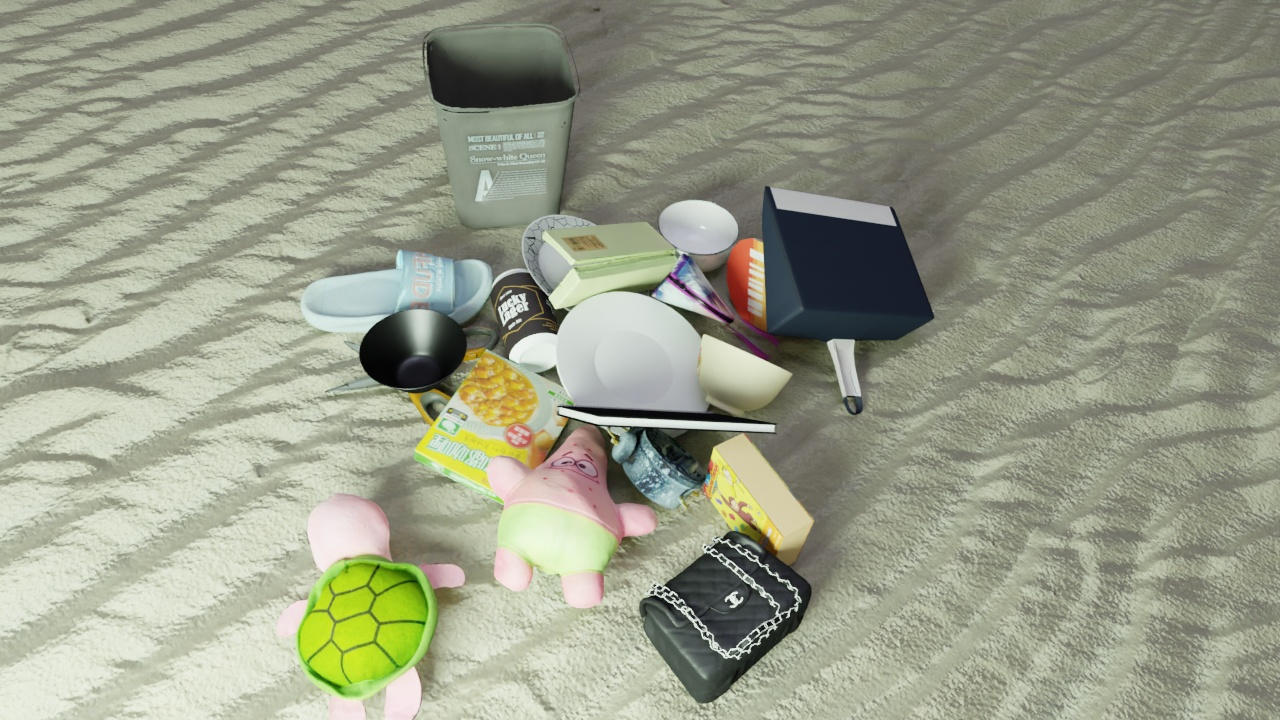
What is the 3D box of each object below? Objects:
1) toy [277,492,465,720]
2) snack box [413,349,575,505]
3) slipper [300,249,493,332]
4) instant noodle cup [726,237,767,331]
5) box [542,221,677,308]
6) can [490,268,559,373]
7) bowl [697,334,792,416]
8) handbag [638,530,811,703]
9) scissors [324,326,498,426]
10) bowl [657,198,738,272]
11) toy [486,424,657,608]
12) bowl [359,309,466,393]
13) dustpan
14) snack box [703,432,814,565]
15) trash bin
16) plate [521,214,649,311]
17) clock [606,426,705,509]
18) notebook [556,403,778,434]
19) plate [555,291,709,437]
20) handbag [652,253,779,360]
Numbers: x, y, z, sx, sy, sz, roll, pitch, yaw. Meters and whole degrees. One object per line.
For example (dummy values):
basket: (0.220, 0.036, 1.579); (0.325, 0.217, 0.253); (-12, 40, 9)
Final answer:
toy: (-0.269, 0.241, 0.897); (0.190, 0.088, 0.237); (-15, 58, -2)
snack box: (-0.163, 0.077, 1.070); (0.132, 0.027, 0.167); (27, 52, 3)
slipper: (-0.311, -0.091, 1.177); (0.245, 0.074, 0.104); (-7, 52, -10)
instant noodle cup: (0.201, -0.113, 1.226); (0.120, 0.124, 0.123); (-18, 54, -29)
box: (-0.041, -0.118, 1.188); (0.187, 0.083, 0.091); (-12, 44, -43)
can: (-0.144, -0.050, 1.161); (0.071, 0.072, 0.128); (-12, 52, -15)
bowl: (0.116, 0.026, 1.116); (0.118, 0.118, 0.074); (25, 92, 14)
handbag: (0.082, 0.239, 0.916); (0.153, 0.115, 0.125); (-34, 59, -25)
scissors: (-0.266, 0.025, 1.122); (0.225, 0.016, 0.225); (-18, 54, -20)
bowl: (0.077, -0.166, 1.286); (0.113, 0.063, 0.113); (3, 50, -4)
toy: (-0.075, 0.151, 0.990); (0.192, 0.097, 0.236); (18, 40, -3)
bowl: (-0.267, 0.001, 1.095); (0.124, 0.053, 0.123); (2, 50, -2)
dustpan: (0.257, -0.071, 1.166); (0.235, 0.080, 0.272); (1, 65, -34)
snack box: (0.126, 0.158, 1.004); (0.040, 0.088, 0.125); (-23, 56, -23)
trash bin: (-0.193, -0.320, 1.284); (0.197, 0.221, 0.197); (-6, 51, -11)
plate: (-0.075, -0.119, 1.227); (0.188, 0.016, 0.188); (20, 44, -21)
clock: (0.015, 0.111, 1.026); (0.129, 0.052, 0.090); (43, 14, 9)
notebook: (0.026, 0.065, 1.022); (0.206, 0.149, 0.016); (4, 90, -21)
plate: (-0.007, 0.006, 1.137); (0.208, 0.015, 0.208); (10, 58, -17)
handbag: (0.104, -0.061, 1.181); (0.170, 0.144, 0.068); (37, 99, 2)
